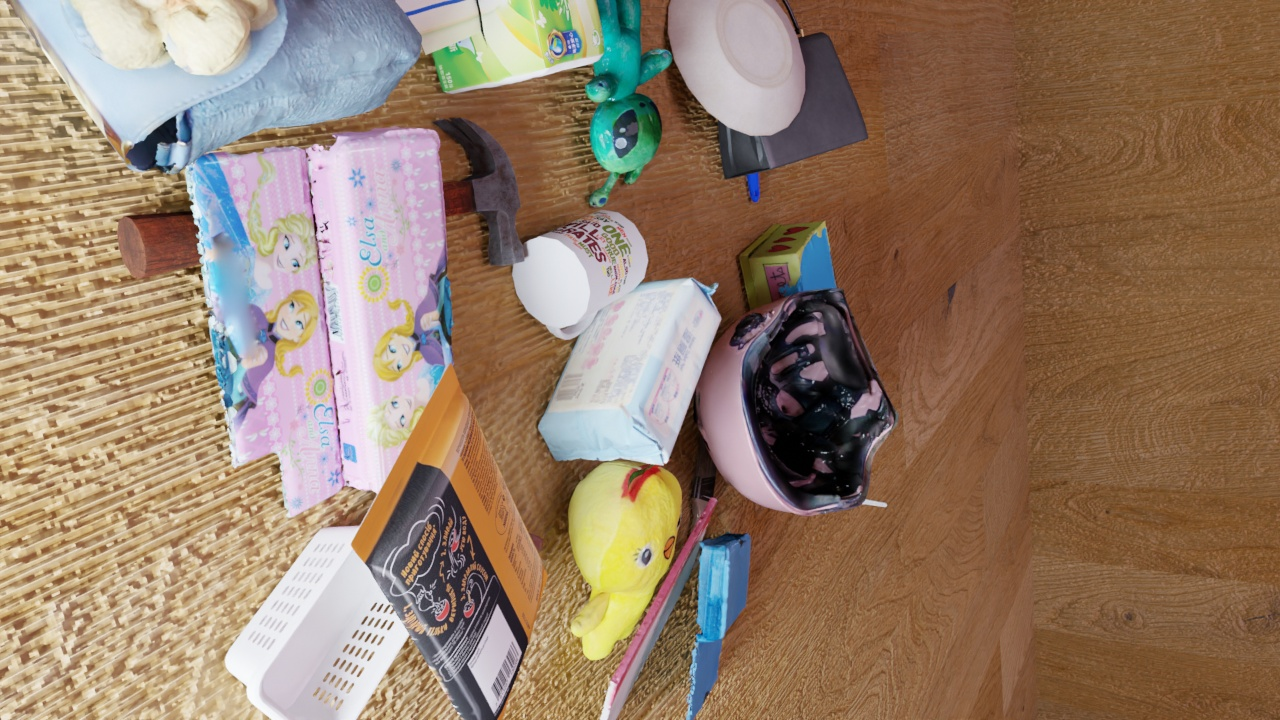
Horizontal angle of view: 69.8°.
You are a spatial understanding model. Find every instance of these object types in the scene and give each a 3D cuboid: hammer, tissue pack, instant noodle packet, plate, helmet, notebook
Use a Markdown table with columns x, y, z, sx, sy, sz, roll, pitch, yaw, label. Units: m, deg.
| x | y | z | sx | sy | sz | roll | pitch | yaw | label |
| --- | --- | --- | --- | --- | --- | --- | --- | --- | --- |
| -0.183 | -0.095 | 0.591 | 0.299 | 0.028 | 0.111 | -25 | 113 | -54 | hammer |
| -0.119 | -0.281 | 0.610 | 0.141 | 0.120 | 0.198 | -36 | 114 | -49 | tissue pack |
| -0.115 | 0.136 | 0.615 | 0.159 | 0.032 | 0.221 | -74 | 153 | -51 | instant noodle packet |
| 0.112 | -0.331 | 0.966 | 0.188 | 0.027 | 0.188 | 8 | 76 | -33 | plate |
| 0.149 | 0.047 | 0.987 | 0.230 | 0.153 | 0.254 | 58 | 48 | -24 | helmet |
| -0.005 | 0.005 | 0.791 | 0.070 | 0.112 | 0.181 | 48 | 53 | -36 | tissue pack |
| 0.013 | 0.244 | 0.857 | 0.208 | 0.012 | 0.153 | -55 | 165 | -40 | notebook |

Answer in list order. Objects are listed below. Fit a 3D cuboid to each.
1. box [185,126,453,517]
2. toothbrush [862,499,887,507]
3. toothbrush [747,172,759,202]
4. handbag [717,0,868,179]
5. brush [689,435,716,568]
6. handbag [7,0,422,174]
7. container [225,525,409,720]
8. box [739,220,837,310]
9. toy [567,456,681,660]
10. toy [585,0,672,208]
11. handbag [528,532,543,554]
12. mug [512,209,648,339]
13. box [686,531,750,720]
| x | y | z | sx | sy | sz | roll | pitch | yaw | label |
| --- | --- | --- | --- | --- | --- | --- | --- | --- | --- |
| -0.182 | -0.020 | 0.559 | 0.159 | 0.035 | 0.231 | -25 | 122 | -50 | box |
| 0.187 | 0.146 | 1.030 | 0.010 | 0.182 | 0.010 | -41 | 130 | -53 | toothbrush |
| 0.127 | -0.276 | 1.070 | 0.016 | 0.018 | 0.182 | -18 | 108 | -34 | toothbrush |
| 0.158 | -0.325 | 1.041 | 0.175 | 0.072 | 0.196 | -24 | 105 | -35 | handbag |
| 0.067 | 0.151 | 1.000 | 0.039 | 0.012 | 0.151 | 28 | 67 | -54 | brush |
| -0.200 | -0.175 | 0.464 | 0.122 | 0.119 | 0.191 | 55 | 42 | 0 | handbag |
| -0.192 | 0.162 | 0.566 | 0.128 | 0.050 | 0.081 | -60 | 138 | -36 | container |
| 0.195 | -0.051 | 1.132 | 0.124 | 0.081 | 0.221 | -48 | 127 | -50 | box |
| -0.017 | 0.171 | 0.810 | 0.133 | 0.092 | 0.208 | -29 | 126 | -56 | toy |
| -0.021 | -0.236 | 0.805 | 0.130 | 0.072 | 0.193 | -38 | 131 | -48 | toy |
| -0.114 | 0.189 | 0.715 | 0.055 | 0.029 | 0.119 | 36 | 67 | -54 | handbag |
| -0.051 | -0.065 | 0.764 | 0.089 | 0.073 | 0.105 | -35 | 146 | -51 | mug |
| 0.084 | 0.268 | 0.946 | 0.231 | 0.033 | 0.174 | 29 | 66 | -77 | box |
